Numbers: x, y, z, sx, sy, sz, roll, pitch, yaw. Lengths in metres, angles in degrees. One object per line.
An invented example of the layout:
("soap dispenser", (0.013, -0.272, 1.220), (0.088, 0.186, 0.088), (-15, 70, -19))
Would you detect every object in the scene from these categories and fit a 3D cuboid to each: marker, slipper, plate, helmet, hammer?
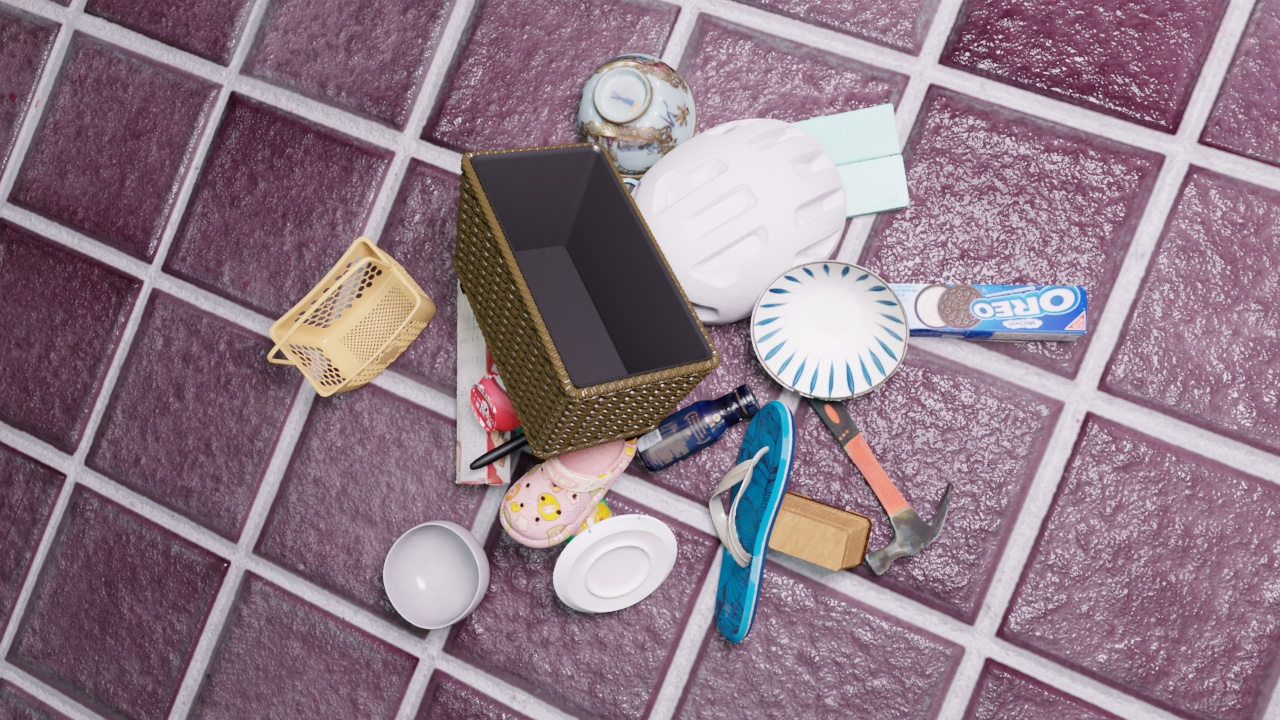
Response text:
("marker", (-0.152, 0.100, 1.138), (0.134, 0.015, 0.018), (-28, 37, -7))
("slipper", (-0.082, 0.136, 1.082), (0.093, 0.082, 0.197), (43, 76, 14))
("plate", (-0.027, 0.250, 1.105), (0.157, 0.157, 0.014), (-41, 38, 6))
("helmet", (0.113, -0.168, 1.101), (0.282, 0.184, 0.224), (-25, 91, -5))
("slipper", (0.116, 0.186, 1.085), (0.060, 0.118, 0.295), (9, 95, -15))
("hammer", (0.246, 0.082, 1.109), (0.133, 0.033, 0.333), (-35, 79, 9))

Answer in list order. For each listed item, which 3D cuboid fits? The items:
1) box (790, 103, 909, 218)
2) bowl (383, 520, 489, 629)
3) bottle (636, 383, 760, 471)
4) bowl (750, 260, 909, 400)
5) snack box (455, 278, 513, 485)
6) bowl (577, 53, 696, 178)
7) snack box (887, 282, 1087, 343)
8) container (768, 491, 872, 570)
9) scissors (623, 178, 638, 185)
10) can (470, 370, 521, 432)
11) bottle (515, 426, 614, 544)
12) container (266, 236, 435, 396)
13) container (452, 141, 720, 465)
("box", (0.230, -0.238, 1.139), (0.187, 0.033, 0.136), (-10, 89, 11))
("bowl", (-0.256, 0.273, 1.182), (0.132, 0.064, 0.131), (-1, 85, 12))
("bottle", (0.070, 0.082, 1.132), (0.161, 0.056, 0.056), (-28, 81, 9))
("bowl", (0.222, -0.047, 1.069), (0.177, 0.070, 0.177), (8, 120, 13))
("snack box", (-0.201, 0.024, 1.188), (0.077, 0.044, 0.272), (-6, 82, 47))
("bowl", (-0.013, -0.320, 1.161), (0.160, 0.094, 0.160), (-1, 86, 12))
("snack box", (0.395, -0.056, 1.073), (0.226, 0.059, 0.059), (3, 83, 13))
("container", (0.204, 0.202, 1.074), (0.114, 0.061, 0.063), (16, 102, 27))
("scissors", (-0.051, -0.194, 1.191), (0.130, 0.014, 0.070), (-19, 82, -1))
("can", (-0.133, 0.036, 1.138), (0.142, 0.075, 0.074), (-21, 79, -31))
("bottle", (-0.095, 0.155, 1.155), (0.068, 0.068, 0.209), (-34, 73, 8))
("container", (-0.374, -0.053, 1.180), (0.183, 0.167, 0.129), (-43, 79, 5))
("container", (-0.085, -0.055, 1.037), (0.176, 0.206, 0.320), (-12, 61, -28))
